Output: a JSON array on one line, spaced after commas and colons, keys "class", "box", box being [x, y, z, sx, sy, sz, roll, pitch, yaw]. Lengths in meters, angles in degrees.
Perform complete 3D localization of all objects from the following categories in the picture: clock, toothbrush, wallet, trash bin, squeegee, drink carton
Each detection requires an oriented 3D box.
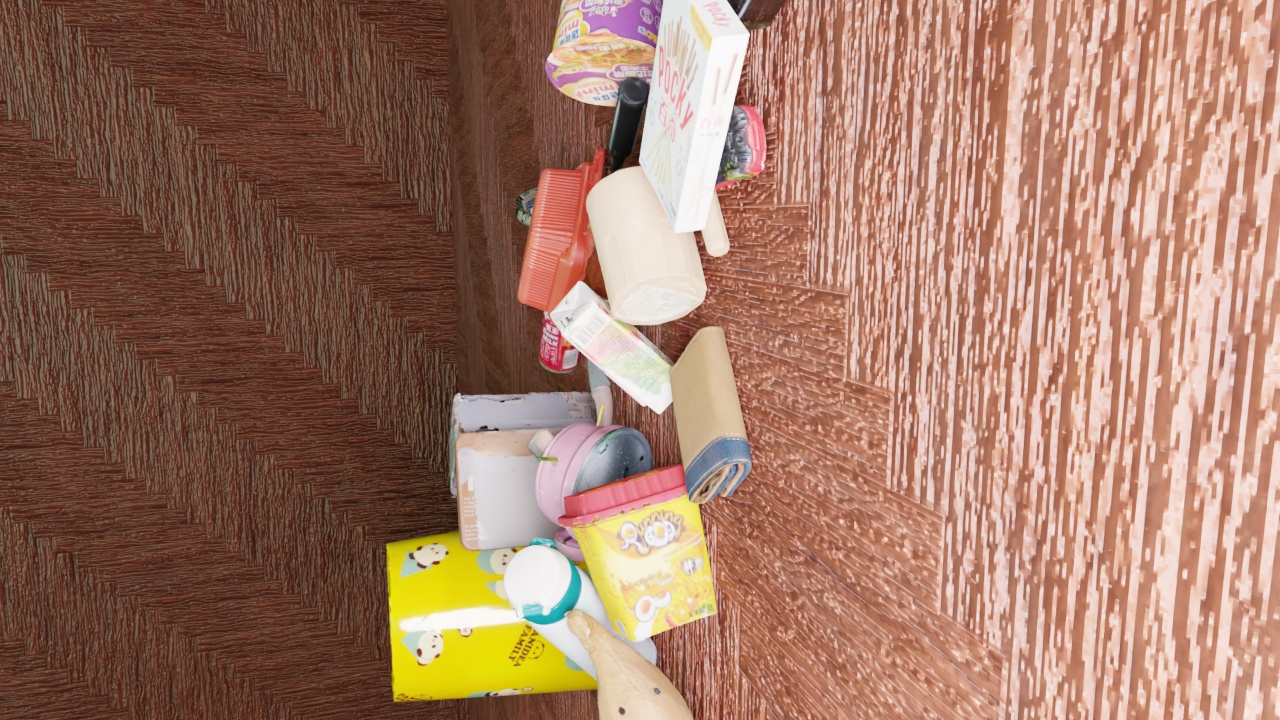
[{"class": "clock", "box": [-0.042, 0.130, 0.884, 0.060, 0.117, 0.159, 14, 130, 37]}, {"class": "toothbrush", "box": [-0.018, -0.205, 0.877, 0.213, 0.026, 0.027, 120, 153, -76]}, {"class": "wallet", "box": [0.051, 0.043, 0.707, 0.090, 0.033, 0.115, 120, 145, -57]}, {"class": "trash bin", "box": [-0.173, 0.300, 1.114, 0.230, 0.255, 0.229, 177, 91, -74]}, {"class": "squeegee", "box": [-0.049, 0.043, 0.996, 0.248, 0.040, 0.249, 61, -156, -52]}, {"class": "drink carton", "box": [-0.018, -0.008, 0.781, 0.045, 0.122, 0.053, -46, 29, 5]}]

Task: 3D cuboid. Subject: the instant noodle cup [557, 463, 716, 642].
[{"class": "instant noodle cup", "box": [0.003, 0.159, 0.767, 0.116, 0.116, 0.123, 147, 107, -72]}]

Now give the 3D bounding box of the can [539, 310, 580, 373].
[{"class": "can", "box": [-0.096, -0.051, 1.148, 0.053, 0.053, 0.133, -112, 25, -48]}]

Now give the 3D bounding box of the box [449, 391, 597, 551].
[{"class": "box", "box": [-0.129, 0.144, 1.080, 0.157, 0.183, 0.192, 111, 154, -56]}]

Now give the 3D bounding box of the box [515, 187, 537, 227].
[{"class": "box", "box": [-0.129, -0.211, 1.217, 0.163, 0.074, 0.081, -131, 51, -68]}]

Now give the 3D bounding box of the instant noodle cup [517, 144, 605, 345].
[{"class": "instant noodle cup", "box": [-0.085, -0.132, 1.014, 0.165, 0.079, 0.188, 112, 166, -51]}]

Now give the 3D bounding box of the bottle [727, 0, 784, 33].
[{"class": "bottle", "box": [0.066, -0.247, 0.591, 0.195, 0.044, 0.079, 123, 142, -64]}]

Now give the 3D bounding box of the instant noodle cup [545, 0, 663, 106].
[{"class": "instant noodle cup", "box": [-0.023, -0.289, 0.791, 0.112, 0.111, 0.099, 145, 130, -71]}]

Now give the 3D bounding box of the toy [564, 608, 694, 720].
[{"class": "toy", "box": [0.001, 0.301, 0.760, 0.143, 0.082, 0.226, 17, 128, 51]}]

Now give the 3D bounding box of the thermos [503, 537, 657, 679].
[{"class": "thermos", "box": [-0.053, 0.237, 0.841, 0.224, 0.073, 0.073, 59, -170, -47]}]

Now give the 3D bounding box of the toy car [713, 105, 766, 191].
[{"class": "toy car", "box": [0.058, -0.147, 0.647, 0.106, 0.031, 0.049, 180, 82, -71]}]

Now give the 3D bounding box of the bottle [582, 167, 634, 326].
[{"class": "bottle", "box": [-0.023, -0.092, 0.873, 0.207, 0.059, 0.059, 102, 158, -49]}]

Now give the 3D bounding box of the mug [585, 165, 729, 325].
[{"class": "mug", "box": [0.018, -0.101, 0.737, 0.125, 0.084, 0.103, -35, 56, 40]}]

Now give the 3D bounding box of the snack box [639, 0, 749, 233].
[{"class": "snack box", "box": [0.032, -0.172, 0.620, 0.157, 0.026, 0.084, 100, 155, -50]}]
